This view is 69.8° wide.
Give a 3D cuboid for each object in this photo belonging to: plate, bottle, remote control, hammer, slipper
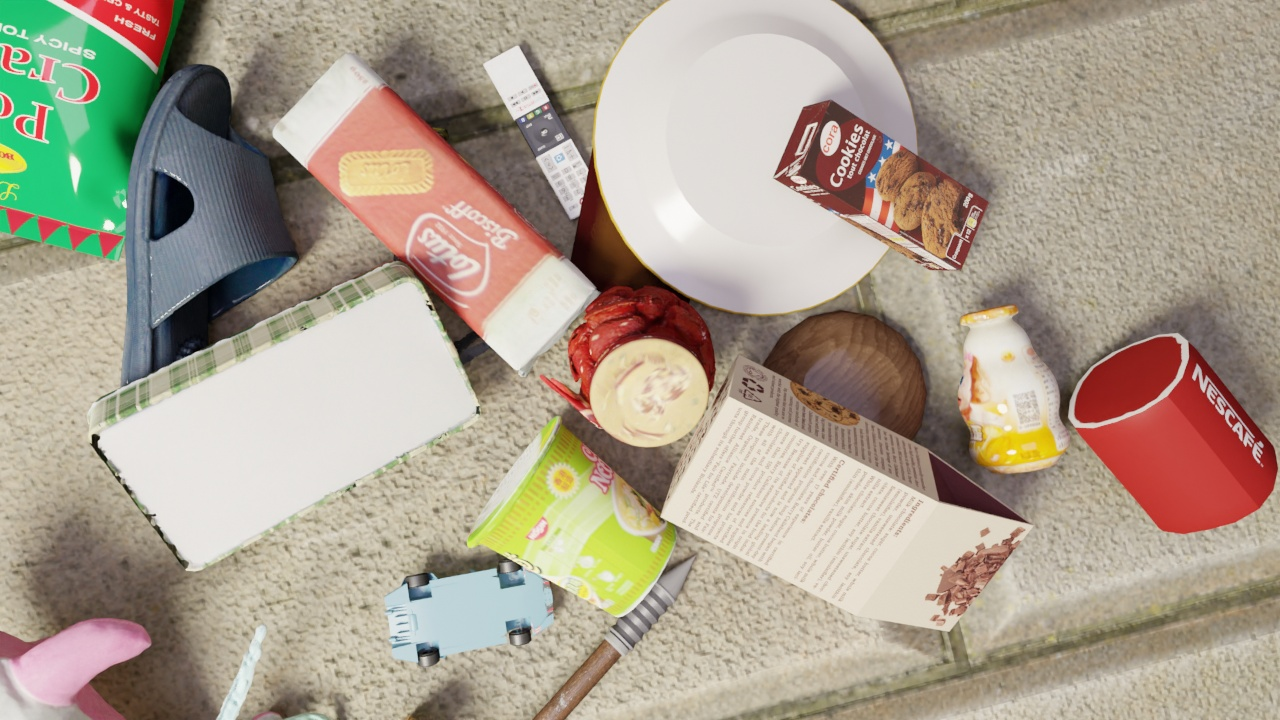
[{"bbox_3d":[0.083,-0.145,0.615,0.229,0.021,0.230,0,90,-10],"label":"plate"},{"bbox_3d":[-0.003,0.003,0.578,0.099,0.111,0.099,-1,114,-3],"label":"bottle"},{"bbox_3d":[-0.066,-0.157,0.635,0.028,0.012,0.124,-29,89,-2],"label":"remote control"},{"bbox_3d":[-0.074,0.245,0.583,0.043,0.156,0.321,39,73,20],"label":"hammer"},{"bbox_3d":[0.243,0.018,0.609,0.063,0.063,0.108,-12,88,-2],"label":"bottle"},{"bbox_3d":[-0.268,-0.055,0.584,0.082,0.101,0.263,7,91,0],"label":"slipper"}]

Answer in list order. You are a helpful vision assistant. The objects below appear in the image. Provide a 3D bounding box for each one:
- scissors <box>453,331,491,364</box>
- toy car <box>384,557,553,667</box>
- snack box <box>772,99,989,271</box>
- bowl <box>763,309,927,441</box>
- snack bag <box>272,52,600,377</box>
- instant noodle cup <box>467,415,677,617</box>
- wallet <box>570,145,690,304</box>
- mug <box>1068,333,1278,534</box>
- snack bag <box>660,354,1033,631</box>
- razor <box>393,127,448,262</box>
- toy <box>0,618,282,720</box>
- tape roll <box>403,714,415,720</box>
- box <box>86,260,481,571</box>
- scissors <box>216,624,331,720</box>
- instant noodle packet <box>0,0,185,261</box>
[{"bbox_3d":[-0.169,0.033,0.627,0.169,0.012,0.132,-1,88,-5],"label":"scissors"},{"bbox_3d":[-0.114,0.165,0.614,0.107,0.027,0.060,-8,88,-11],"label":"toy car"},{"bbox_3d":[0.159,-0.111,0.602,0.140,0.032,0.051,24,87,-23],"label":"snack box"},{"bbox_3d":[0.141,0.023,0.623,0.118,0.030,0.118,0,88,-1],"label":"bowl"},{"bbox_3d":[-0.131,-0.094,0.596,0.225,0.041,0.077,44,95,0],"label":"snack bag"},{"bbox_3d":[-0.039,0.105,0.590,0.108,0.099,0.099,36,87,-7],"label":"instant noodle cup"},{"bbox_3d":[-0.001,-0.088,0.624,0.091,0.018,0.115,11,90,-11],"label":"wallet"},{"bbox_3d":[0.348,0.037,0.601,0.096,0.081,0.116,47,49,-9],"label":"mug"},{"bbox_3d":[0.130,0.093,0.583,0.206,0.069,0.095,27,114,0],"label":"snack bag"},{"bbox_3d":[-0.159,-0.108,0.627,0.042,0.026,0.106,7,92,-3],"label":"razor"},{"bbox_3d":[-0.360,0.221,0.559,0.186,0.128,0.265,-49,122,-6],"label":"toy"},{"bbox_3d":[-0.167,0.270,0.575,0.027,0.094,0.094,41,87,0],"label":"tape roll"},{"bbox_3d":[-0.210,0.032,0.563,0.205,0.050,0.118,-30,122,-14],"label":"box"},{"bbox_3d":[-0.262,0.240,0.561,0.172,0.021,0.171,26,90,-40],"label":"scissors"},{"bbox_3d":[-0.397,-0.209,0.590,0.195,0.090,0.252,14,87,-1],"label":"instant noodle packet"}]
